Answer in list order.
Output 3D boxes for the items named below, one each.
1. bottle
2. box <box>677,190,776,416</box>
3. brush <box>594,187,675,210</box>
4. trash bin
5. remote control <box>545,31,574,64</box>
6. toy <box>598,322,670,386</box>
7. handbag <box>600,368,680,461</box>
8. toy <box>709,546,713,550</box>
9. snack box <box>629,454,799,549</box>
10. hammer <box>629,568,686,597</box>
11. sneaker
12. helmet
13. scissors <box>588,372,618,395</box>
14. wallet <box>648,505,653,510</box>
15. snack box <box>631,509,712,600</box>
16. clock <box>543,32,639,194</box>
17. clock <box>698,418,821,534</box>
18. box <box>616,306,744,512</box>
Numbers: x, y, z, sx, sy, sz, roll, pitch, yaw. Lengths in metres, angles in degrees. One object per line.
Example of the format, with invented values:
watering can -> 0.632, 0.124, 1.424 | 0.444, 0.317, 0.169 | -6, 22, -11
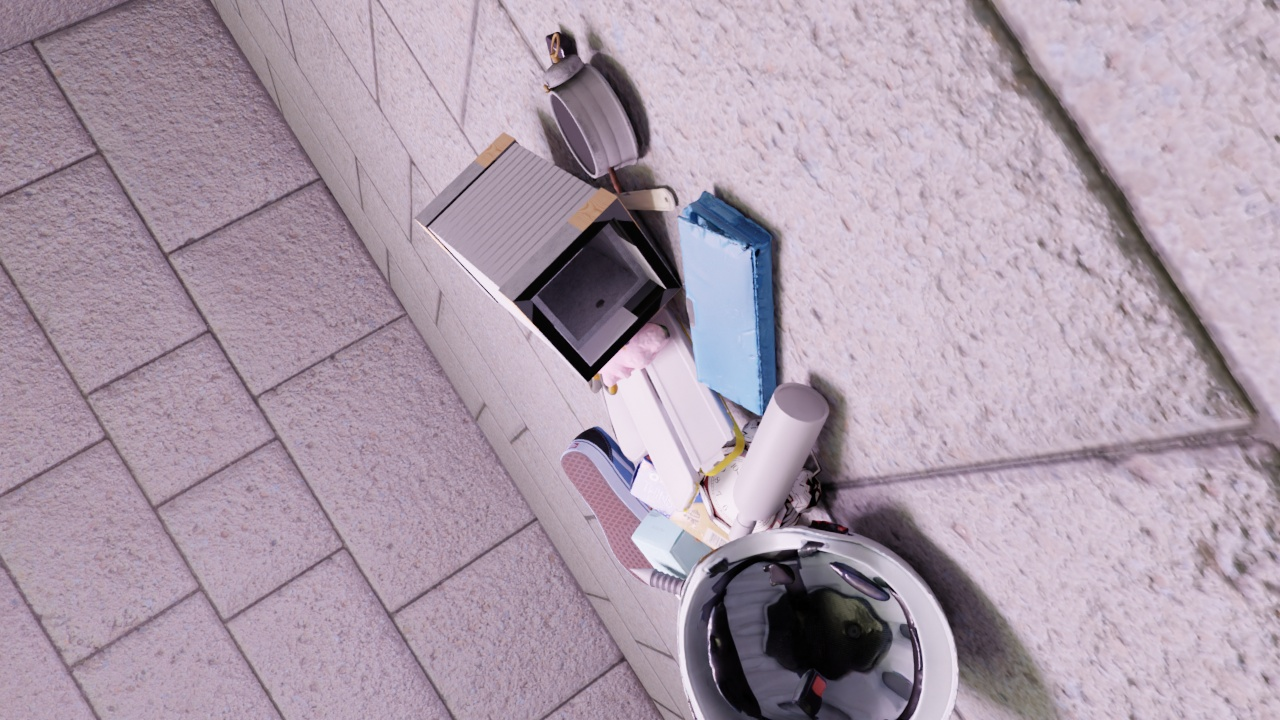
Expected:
bottle -> 0.122, 0.109, 0.879 | 0.052, 0.052, 0.196 | 47, 138, 32
box -> 0.082, -0.041, 0.851 | 0.093, 0.048, 0.232 | 44, 158, 35
brush -> -0.016, -0.167, 0.964 | 0.218, 0.012, 0.033 | 17, 135, 63
trash bin -> -0.106, -0.119, 1.003 | 0.247, 0.142, 0.142 | 38, 171, 46
remote control -> -0.069, -0.267, 0.931 | 0.032, 0.015, 0.136 | 46, 161, 34
toy -> -0.020, -0.020, 1.010 | 0.050, 0.093, 0.102 | 29, -167, -46
handbag -> -0.007, 0.007, 1.171 | 0.216, 0.095, 0.222 | 126, 123, -70
toy -> 0.078, 0.189, 1.191 | 0.142, 0.084, 0.213 | 49, 162, 22
snack box -> 0.088, 0.175, 1.061 | 0.207, 0.056, 0.057 | 31, 118, 22
hammer -> 0.130, 0.294, 1.063 | 0.323, 0.042, 0.156 | 14, 141, 26
sneaker -> -0.011, 0.193, 1.255 | 0.084, 0.098, 0.241 | -23, 105, 35
helmet -> 0.177, 0.269, 0.880 | 0.163, 0.265, 0.236 | 1, -102, -62
scissors -> -0.059, -0.058, 1.138 | 0.162, 0.016, 0.226 | -143, 45, -68
wallet -> 0.011, 0.149, 1.321 | 0.087, 0.013, 0.120 | 90, 176, -60
snack box -> 0.065, 0.267, 1.165 | 0.075, 0.053, 0.175 | 10, 142, 50
clock -> -0.049, -0.236, 0.862 | 0.148, 0.056, 0.104 | 62, 172, -28
clock -> 0.133, 0.121, 0.962 | 0.114, 0.064, 0.155 | 54, 134, 14
box -> 0.033, 0.050, 1.000 | 0.130, 0.038, 0.209 | -55, 46, 35
